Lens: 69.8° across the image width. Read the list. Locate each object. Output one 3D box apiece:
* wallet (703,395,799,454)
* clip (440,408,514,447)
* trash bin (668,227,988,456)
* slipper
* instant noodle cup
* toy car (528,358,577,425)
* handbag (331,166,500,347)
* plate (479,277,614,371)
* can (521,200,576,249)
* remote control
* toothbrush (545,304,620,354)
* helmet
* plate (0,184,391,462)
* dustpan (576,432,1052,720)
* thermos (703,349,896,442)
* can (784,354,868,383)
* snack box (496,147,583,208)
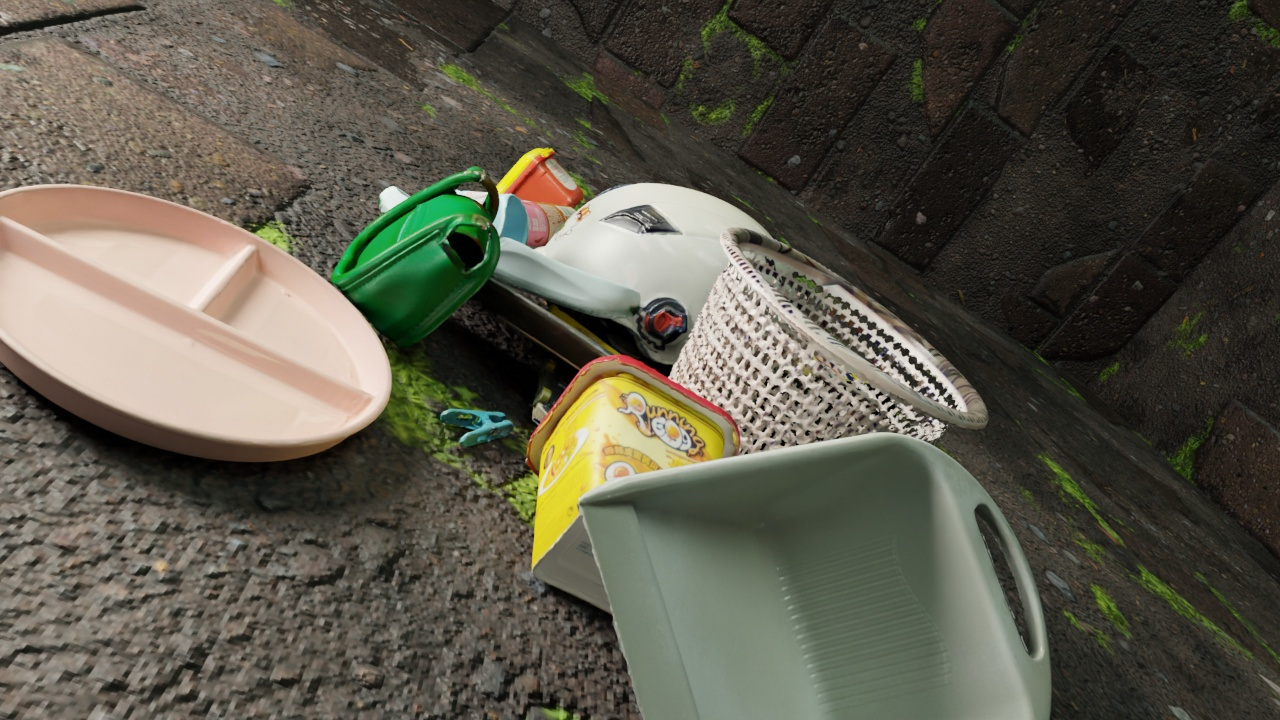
[{"bbox_3d":[0.115,0.069,0.901,0.122,0.020,0.096,13,25,-45],"label":"wallet"},{"bbox_3d":[-0.106,0.044,0.612,0.038,0.013,0.055,46,24,27],"label":"clip"},{"bbox_3d":[0.104,0.041,0.684,0.227,0.192,0.227,30,21,-13],"label":"trash bin"},{"bbox_3d":[-0.109,-0.101,0.774,0.245,0.074,0.104,22,1,8],"label":"slipper"},{"bbox_3d":[-0.009,0.080,0.558,0.116,0.116,0.123,30,32,-14],"label":"instant noodle cup"},{"bbox_3d":[-0.060,0.031,0.682,0.042,0.035,0.090,29,19,-13],"label":"toy car"},{"bbox_3d":[-0.153,-0.080,0.659,0.068,0.120,0.131,48,11,-24],"label":"handbag"},{"bbox_3d":[-0.064,-0.013,0.739,0.179,0.024,0.179,32,-5,3],"label":"plate"},{"bbox_3d":[-0.114,-0.135,0.948,0.058,0.058,0.147,41,21,17],"label":"can"},{"bbox_3d":[-0.034,-0.016,0.848,0.136,0.024,0.053,36,14,0],"label":"remote control"},{"bbox_3d":[-0.005,0.005,0.806,0.190,0.016,0.016,34,-6,-24],"label":"toothbrush"},{"bbox_3d":[0.046,-0.088,0.905,0.274,0.157,0.230,31,14,-22],"label":"helmet"},{"bbox_3d":[-0.251,-0.022,0.514,0.229,0.028,0.229,31,20,-13],"label":"plate"},{"bbox_3d":[0.118,0.141,0.461,0.257,0.143,0.222,8,62,-65],"label":"dustpan"},{"bbox_3d":[0.163,0.036,0.886,0.068,0.090,0.242,18,6,42],"label":"thermos"},{"bbox_3d":[0.230,0.034,1.109,0.083,0.057,0.102,24,22,-22],"label":"can"},{"bbox_3d":[-0.113,-0.195,1.060,0.080,0.082,0.091,43,20,-8],"label":"snack box"}]
